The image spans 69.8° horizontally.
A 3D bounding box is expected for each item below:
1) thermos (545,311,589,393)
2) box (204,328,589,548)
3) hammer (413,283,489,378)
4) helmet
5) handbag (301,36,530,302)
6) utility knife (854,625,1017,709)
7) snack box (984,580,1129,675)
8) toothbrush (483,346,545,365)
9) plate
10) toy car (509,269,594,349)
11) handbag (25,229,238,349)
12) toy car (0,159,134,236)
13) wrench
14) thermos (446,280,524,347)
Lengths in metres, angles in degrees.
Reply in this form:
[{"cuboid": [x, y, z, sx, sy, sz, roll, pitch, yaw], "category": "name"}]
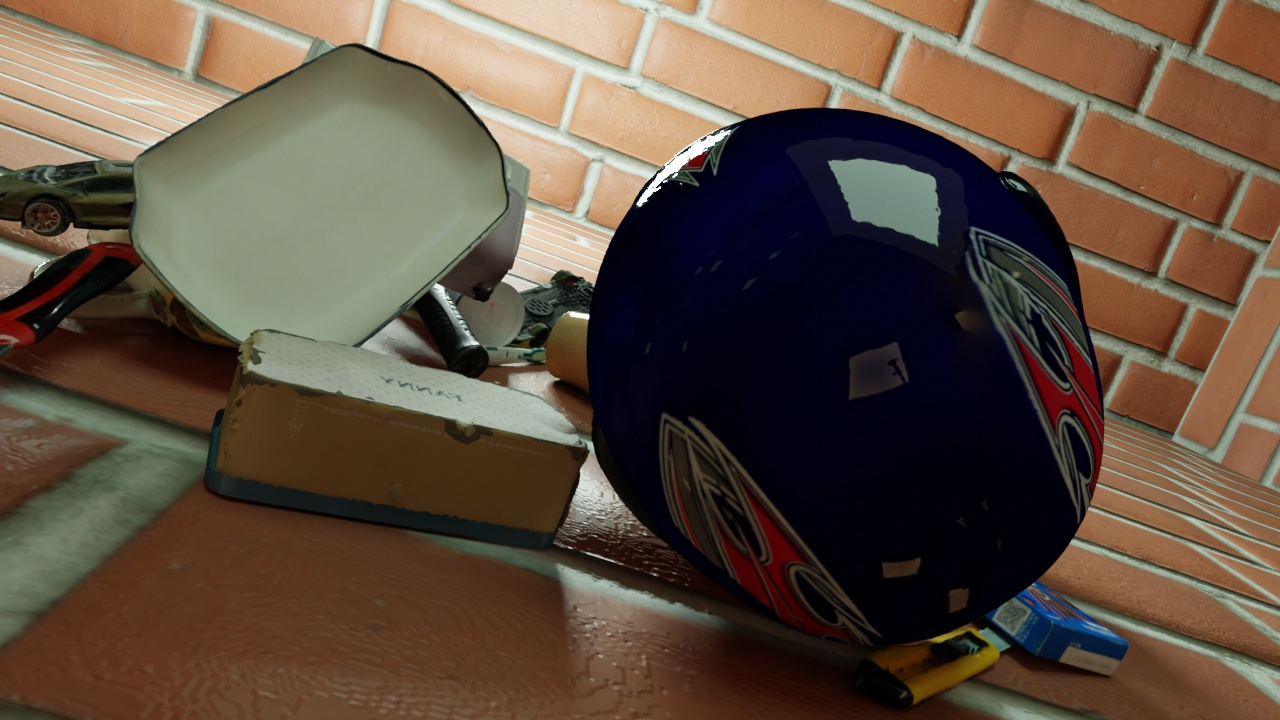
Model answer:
[{"cuboid": [-0.005, 0.004, 0.768, 0.143, 0.093, 0.093, 18, 8, 29], "category": "thermos"}, {"cuboid": [-0.122, 0.037, 0.451, 0.184, 0.061, 0.090, 14, 12, -23], "category": "box"}, {"cuboid": [-0.194, -0.075, 0.789, 0.032, 0.129, 0.300, 13, 24, -37], "category": "hammer"}, {"cuboid": [0.114, 0.027, 0.483, 0.315, 0.247, 0.240, 50, 13, -36], "category": "helmet"}, {"cuboid": [-0.187, -0.142, 0.705, 0.197, 0.099, 0.144, 27, 37, -25], "category": "handbag"}, {"cuboid": [0.168, 0.158, 0.499, 0.033, 0.015, 0.202, 31, 14, 37], "category": "utility knife"}, {"cuboid": [0.238, 0.150, 0.621, 0.084, 0.026, 0.157, 22, 9, -30], "category": "snack box"}, {"cuboid": [-0.100, -0.006, 0.819, 0.018, 0.016, 0.191, 14, 7, 24], "category": "toothbrush"}, {"cuboid": [-0.193, -0.102, 0.585, 0.162, 0.034, 0.264, 45, 47, -10], "category": "plate"}, {"cuboid": [-0.091, -0.046, 0.905, 0.071, 0.041, 0.155, 39, 39, 25], "category": "toy car"}, {"cuboid": [-0.303, -0.053, 0.598, 0.178, 0.063, 0.163, -13, 32, -44], "category": "handbag"}, {"cuboid": [-0.315, -0.099, 0.562, 0.157, 0.042, 0.070, -3, 24, -32], "category": "toy car"}, {"cuboid": [-0.295, -0.020, 0.428, 0.056, 0.016, 0.273, 9, 19, -8], "category": "wrench"}, {"cuboid": [-0.186, -0.079, 0.863, 0.073, 0.073, 0.224, 12, 14, -38], "category": "thermos"}]
